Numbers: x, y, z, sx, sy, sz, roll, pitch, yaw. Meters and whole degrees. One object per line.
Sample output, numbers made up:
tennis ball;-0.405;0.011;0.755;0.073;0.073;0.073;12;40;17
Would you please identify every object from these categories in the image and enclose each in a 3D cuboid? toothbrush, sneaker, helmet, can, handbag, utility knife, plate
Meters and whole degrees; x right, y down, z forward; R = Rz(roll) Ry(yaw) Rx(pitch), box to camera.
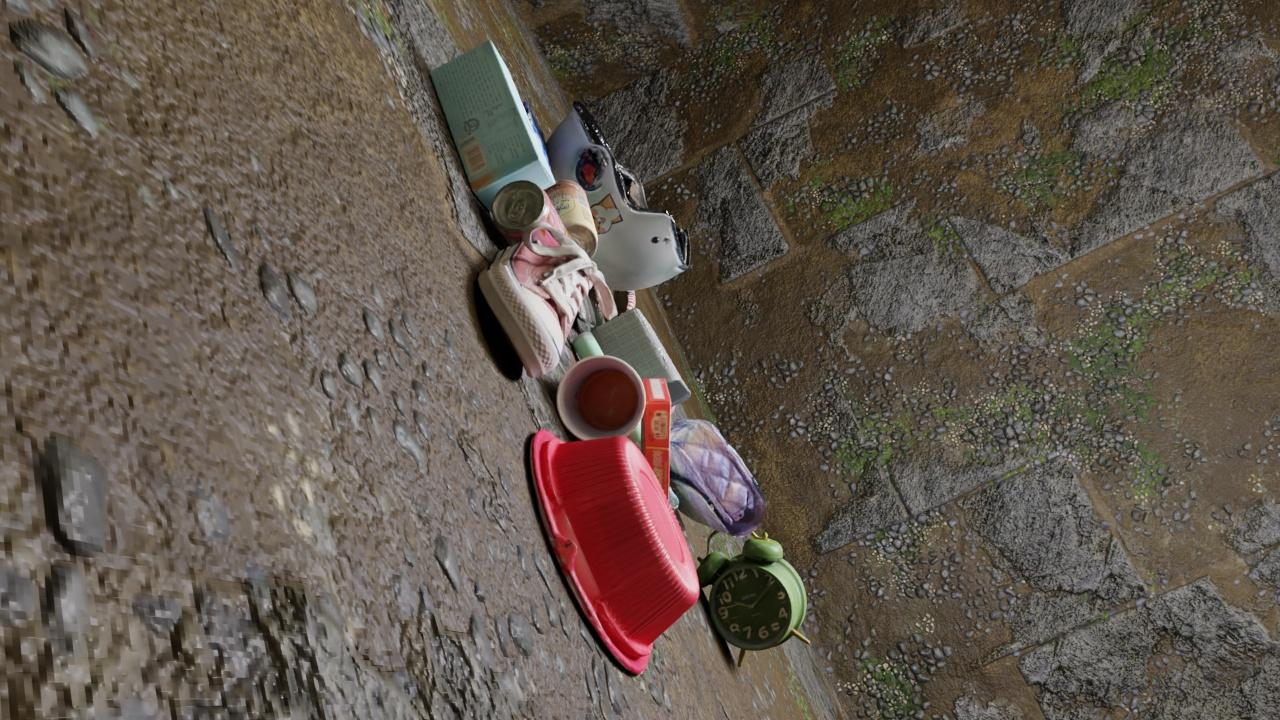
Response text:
toothbrush;-0.016;0.065;1.003;0.224;0.026;0.027;60;-21;19
sneaker;-0.077;-0.063;0.788;0.118;0.088;0.240;63;5;-20
helmet;-0.056;-0.204;1.274;0.274;0.157;0.230;51;9;1
can;-0.103;-0.124;0.939;0.147;0.058;0.058;60;7;-67
handbag;0.070;0.140;1.096;0.134;0.075;0.194;55;-10;-3
utility knife;-0.038;-0.003;1.210;0.220;0.031;0.022;64;8;13
plate;-0.104;-0.117;1.123;0.179;0.024;0.179;-24;89;-83
can;-0.084;-0.161;1.067;0.116;0.058;0.058;-106;169;-52

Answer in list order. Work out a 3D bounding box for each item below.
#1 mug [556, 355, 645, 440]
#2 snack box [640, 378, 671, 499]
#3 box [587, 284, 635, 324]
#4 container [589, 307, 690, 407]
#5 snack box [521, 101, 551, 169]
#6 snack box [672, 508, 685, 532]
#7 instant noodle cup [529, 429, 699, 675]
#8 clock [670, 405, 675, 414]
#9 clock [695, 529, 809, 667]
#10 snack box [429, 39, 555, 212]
mug;-0.033;0.037;0.860;0.123;0.078;0.078;64;1;-87
snack box;0.014;0.100;0.911;0.075;0.025;0.153;-101;-169;-73
box;-0.031;-0.082;1.337;0.163;0.083;0.075;-107;-179;-68
container;-0.007;0.007;1.143;0.114;0.090;0.090;64;5;21
snack box;-0.153;-0.271;1.168;0.057;0.058;0.207;61;6;-30
snack box;0.004;0.121;1.043;0.156;0.027;0.085;67;6;22
instant noodle cup;-0.011;0.128;0.683;0.194;0.066;0.193;63;5;-10
clock;0.004;0.026;1.295;0.158;0.060;0.117;56;11;-68
clock;0.131;0.275;1.100;0.161;0.116;0.056;68;17;9
snack box;-0.153;-0.240;0.942;0.051;0.074;0.174;54;12;-65
